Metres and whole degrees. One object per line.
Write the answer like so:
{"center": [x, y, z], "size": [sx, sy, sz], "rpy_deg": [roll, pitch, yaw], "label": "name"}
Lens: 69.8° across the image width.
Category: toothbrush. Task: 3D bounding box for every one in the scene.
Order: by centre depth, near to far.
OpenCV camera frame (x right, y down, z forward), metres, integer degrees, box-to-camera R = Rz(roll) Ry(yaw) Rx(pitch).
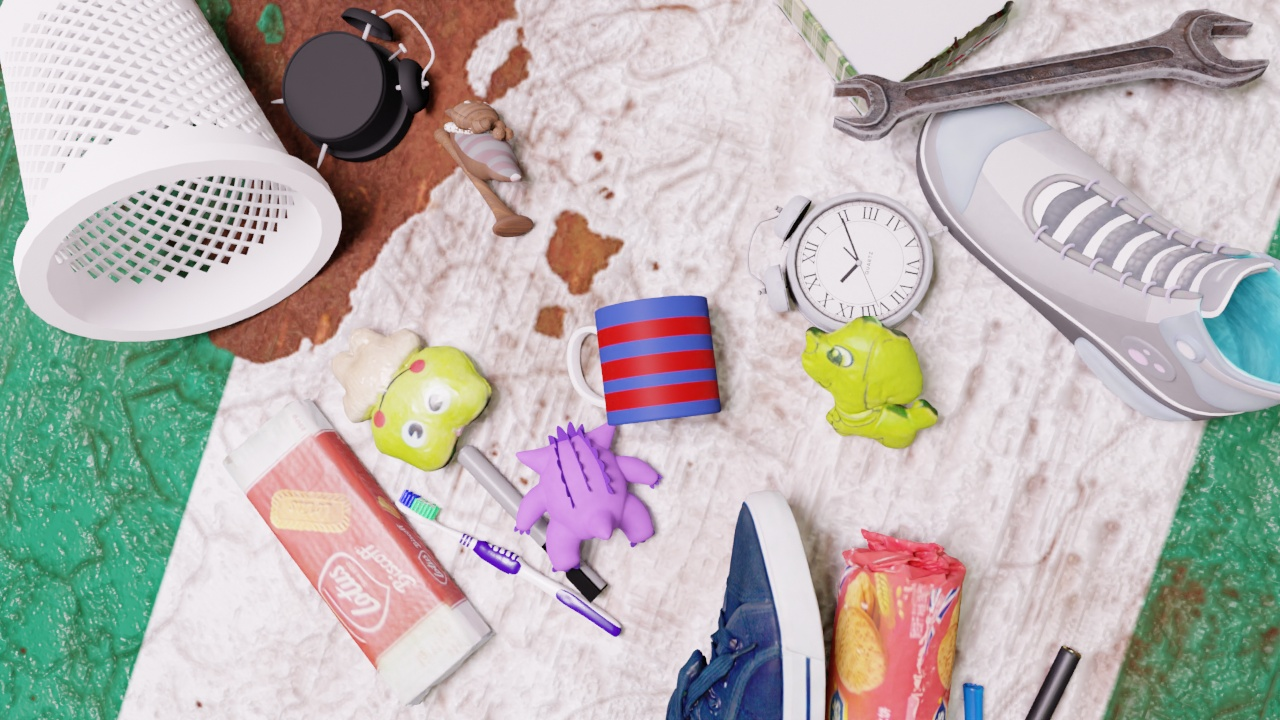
{"center": [-0.094, 0.142, 0.647], "size": [0.187, 0.015, 0.016], "rpy_deg": [28, 88, 10], "label": "toothbrush"}

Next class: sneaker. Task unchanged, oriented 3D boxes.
{"center": [0.266, -0.068, 0.514], "size": [0.093, 0.160, 0.256], "rpy_deg": [-44, 83, 6], "label": "sneaker"}
{"center": [0.044, 0.226, 0.574], "size": [0.127, 0.120, 0.294], "rpy_deg": [3, 91, -2], "label": "sneaker"}

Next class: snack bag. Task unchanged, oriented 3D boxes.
{"center": [0.155, 0.194, 0.569], "size": [0.082, 0.082, 0.176], "rpy_deg": [7, 90, 11], "label": "snack bag"}
{"center": [-0.204, 0.135, 0.656], "size": [0.077, 0.041, 0.225], "rpy_deg": [-41, 80, 4], "label": "snack bag"}

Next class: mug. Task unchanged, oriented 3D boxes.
{"center": [-0.004, 0.004, 0.612], "size": [0.112, 0.074, 0.076], "rpy_deg": [-10, 86, 36], "label": "mug"}

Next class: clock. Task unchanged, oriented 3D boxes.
{"center": [0.131, -0.065, 0.602], "size": [0.123, 0.035, 0.094], "rpy_deg": [11, 90, 10], "label": "clock"}
{"center": [-0.204, -0.202, 0.665], "size": [0.121, 0.042, 0.091], "rpy_deg": [-37, 82, 7], "label": "clock"}

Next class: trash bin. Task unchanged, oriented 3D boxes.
{"center": [-0.337, -0.150, 0.627], "size": [0.195, 0.195, 0.199], "rpy_deg": [-31, 73, 8], "label": "trash bin"}

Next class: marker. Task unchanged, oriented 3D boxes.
{"center": [0.214, 0.279, 0.586], "size": [0.013, 0.013, 0.142], "rpy_deg": [-1, 88, 10], "label": "marker"}
{"center": [-0.077, 0.112, 0.644], "size": [0.140, 0.016, 0.016], "rpy_deg": [44, 96, 9], "label": "marker"}

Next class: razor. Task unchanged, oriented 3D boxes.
{"center": [0.242, 0.247, 0.577], "size": [0.022, 0.042, 0.144], "rpy_deg": [19, 86, 45], "label": "razor"}

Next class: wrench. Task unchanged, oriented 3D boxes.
{"center": [0.246, -0.172, 0.553], "size": [0.273, 0.010, 0.070], "rpy_deg": [-11, 55, -4], "label": "wrench"}

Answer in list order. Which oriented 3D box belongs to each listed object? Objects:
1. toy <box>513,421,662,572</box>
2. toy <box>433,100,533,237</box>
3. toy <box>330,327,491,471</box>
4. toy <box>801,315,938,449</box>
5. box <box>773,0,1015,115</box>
{"center": [-0.037, 0.087, 0.616], "size": [0.106, 0.056, 0.088], "rpy_deg": [-19, 73, -12], "label": "toy"}
{"center": [-0.107, -0.141, 0.647], "size": [0.055, 0.041, 0.102], "rpy_deg": [-47, 71, 28], "label": "toy"}
{"center": [-0.168, 0.020, 0.651], "size": [0.118, 0.043, 0.092], "rpy_deg": [36, 95, 12], "label": "toy"}
{"center": [0.144, 0.016, 0.581], "size": [0.094, 0.036, 0.094], "rpy_deg": [17, 127, 9], "label": "toy"}
{"center": [0.139, -0.271, 0.603], "size": [0.118, 0.050, 0.205], "rpy_deg": [-37, 83, 4], "label": "box"}
